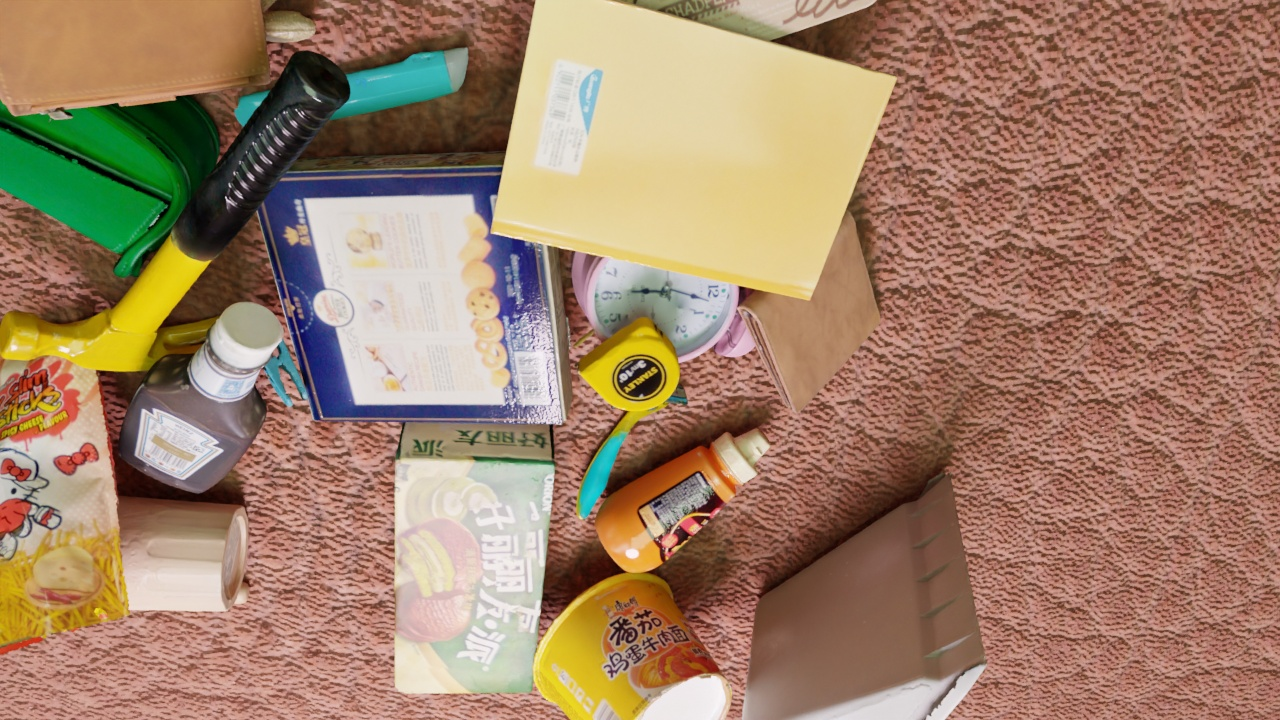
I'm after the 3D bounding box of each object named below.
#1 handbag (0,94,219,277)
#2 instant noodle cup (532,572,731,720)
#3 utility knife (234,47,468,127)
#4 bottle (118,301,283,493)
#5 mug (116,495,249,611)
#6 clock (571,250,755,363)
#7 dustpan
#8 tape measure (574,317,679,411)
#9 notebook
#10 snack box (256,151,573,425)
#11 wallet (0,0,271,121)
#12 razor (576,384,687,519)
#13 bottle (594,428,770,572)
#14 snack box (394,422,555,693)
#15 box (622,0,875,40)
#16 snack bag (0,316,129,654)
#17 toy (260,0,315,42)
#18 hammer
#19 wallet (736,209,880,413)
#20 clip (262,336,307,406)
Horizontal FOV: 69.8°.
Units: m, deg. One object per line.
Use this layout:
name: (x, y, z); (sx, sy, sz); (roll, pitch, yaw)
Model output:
handbag: (-0.333, -0.124, 0.550); (0.131, 0.067, 0.120); (36, 119, -23)
instant noodle cup: (-0.001, 0.257, 0.736); (0.137, 0.110, 0.138); (-19, 127, -28)
utility knife: (-0.177, -0.167, 0.568); (0.151, 0.013, 0.029); (-11, 117, 3)
bottle: (-0.285, 0.025, 0.604); (0.080, 0.043, 0.195); (32, 135, -20)
mug: (-0.359, 0.156, 0.698); (0.103, 0.084, 0.125); (5, 143, -10)
clock: (0.031, -0.054, 0.622); (0.158, 0.059, 0.117); (-4, 120, -5)
dustpan: (0.181, 0.254, 0.725); (0.258, 0.222, 0.142); (-35, 105, 25)
tape measure: (-0.004, 0.004, 0.602); (0.060, 0.028, 0.057); (-35, 117, 15)
notebook: (0.028, -0.119, 0.530); (0.206, 0.010, 0.146); (10, 117, -12)
snack box: (-0.142, -0.044, 0.602); (0.182, 0.045, 0.178); (1, 119, 8)
wallet: (-0.258, -0.170, 0.462); (0.130, 0.035, 0.119); (-16, 146, -26)
razor: (-0.016, 0.069, 0.704); (0.043, 0.028, 0.133); (10, 120, -47)
bottle: (0.037, 0.102, 0.713); (0.149, 0.066, 0.067); (-37, 116, 7)
snack box: (-0.133, 0.157, 0.721); (0.114, 0.063, 0.240); (4, 118, -10)
box: (0.044, -0.228, 0.524); (0.168, 0.080, 0.091); (-16, 120, 10)
snack bag: (-0.406, 0.082, 0.608); (0.128, 0.073, 0.207); (-16, 81, 4)
toy: (-0.224, -0.223, 0.509); (0.157, 0.066, 0.105); (-43, 156, 13)
hammer: (-0.255, -0.069, 0.528); (0.302, 0.032, 0.128); (-34, 154, 35)
wallet: (0.121, -0.031, 0.631); (0.101, 0.020, 0.115); (-44, 135, -14)
clip: (-0.241, 0.004, 0.611); (0.047, 0.014, 0.057); (-30, 93, -35)
